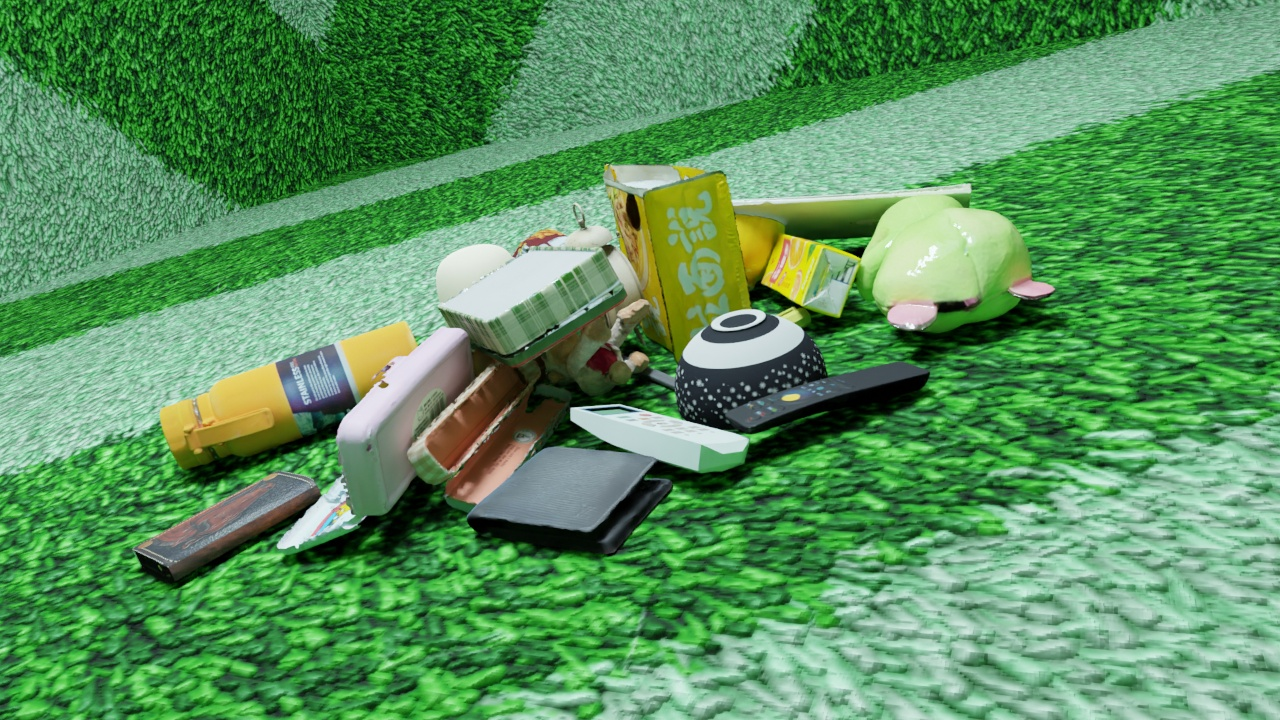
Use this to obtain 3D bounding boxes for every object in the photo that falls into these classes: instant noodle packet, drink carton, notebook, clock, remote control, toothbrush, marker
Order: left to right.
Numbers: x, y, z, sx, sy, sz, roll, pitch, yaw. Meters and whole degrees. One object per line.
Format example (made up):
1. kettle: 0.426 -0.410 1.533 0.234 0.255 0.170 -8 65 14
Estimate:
1. clock: -0.036 -0.082 0.860 0.054 0.141 0.093 -25 25 -19
2. toothbrush: -0.005 0.005 0.834 0.012 0.013 0.167 -23 24 -25
3. instant noodle packet: 0.014 -0.105 0.895 0.084 0.163 0.221 -21 21 -15
4. remote control: 0.012 0.056 0.657 0.049 0.024 0.143 -2 9 -42
5. marker: 0.102 -0.018 0.815 0.123 0.018 0.021 -26 68 -30
6. drink carton: 0.159 -0.083 0.868 0.043 0.058 0.134 16 10 -12
7. remote control: 0.135 0.027 0.655 0.151 0.020 0.041 -13 16 -18
8. notebook: 0.208 -0.147 0.956 0.253 0.010 0.181 -1 -6 18

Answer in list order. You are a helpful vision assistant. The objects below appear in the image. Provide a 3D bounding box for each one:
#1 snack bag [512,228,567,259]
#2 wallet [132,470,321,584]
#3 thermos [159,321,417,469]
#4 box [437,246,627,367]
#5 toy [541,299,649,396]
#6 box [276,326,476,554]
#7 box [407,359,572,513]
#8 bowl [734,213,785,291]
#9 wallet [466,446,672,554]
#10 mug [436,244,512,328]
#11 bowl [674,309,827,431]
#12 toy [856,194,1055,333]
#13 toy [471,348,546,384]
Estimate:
1. snack bag: -0.088 -0.113 1.129 0.138 0.067 0.208 -27 26 -19
2. wallet: -0.314 0.125 0.702 0.072 0.019 0.122 1 24 44
3. thermos: -0.320 0.031 0.857 0.232 0.076 0.092 -20 -14 -18
4. box: -0.100 -0.050 0.789 0.117 0.051 0.206 -36 18 -17
5. toy: -0.043 -0.008 0.806 0.106 0.074 0.085 -17 15 35
6. box: -0.186 0.063 0.705 0.077 0.147 0.201 29 25 -2
7. box: -0.111 0.052 0.714 0.042 0.082 0.186 -33 12 28
8. bowl: 0.092 -0.109 0.965 0.117 0.067 0.117 2 -5 0
9. wallet: -0.048 0.090 0.616 0.115 0.026 0.089 0 26 33
10. mug: -0.190 -0.080 1.047 0.120 0.100 0.096 3 26 38
11. bowl: 0.082 -0.002 0.716 0.120 0.066 0.120 -12 20 4
12. toy: 0.259 -0.089 0.794 0.150 0.107 0.196 -13 11 1
13. toy: -0.135 -0.005 0.873 0.128 0.065 0.094 -10 15 23
